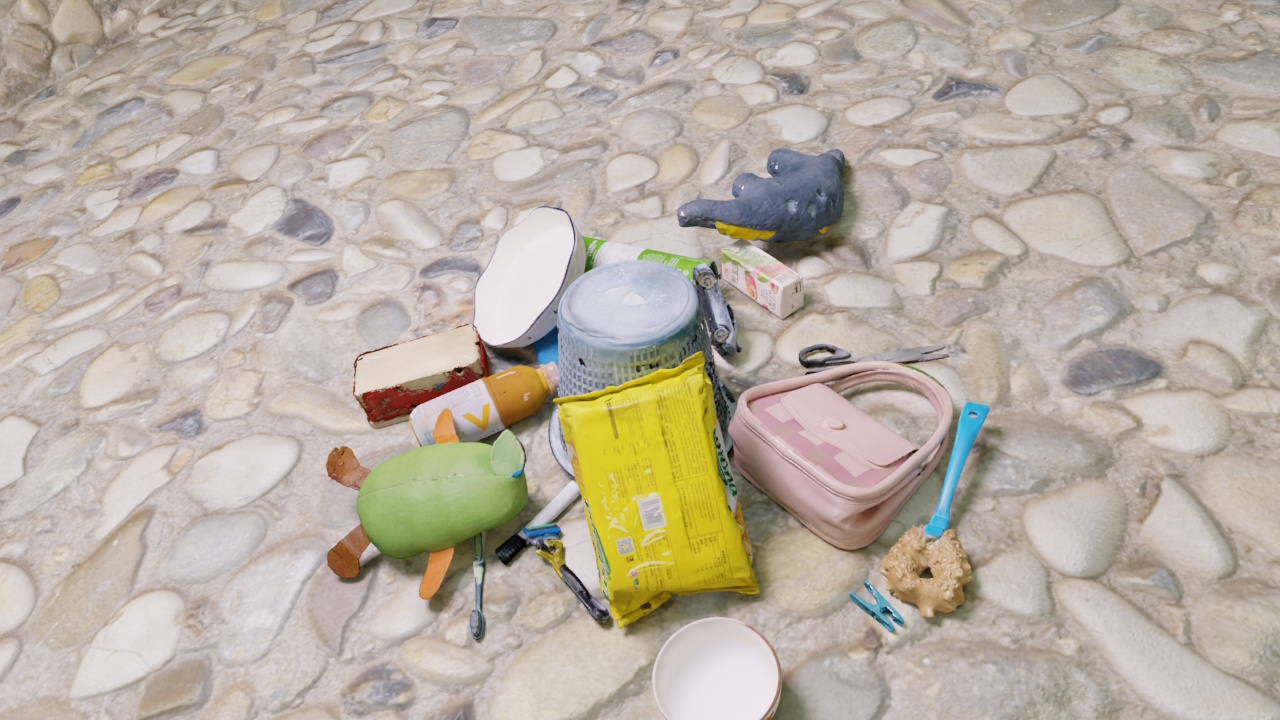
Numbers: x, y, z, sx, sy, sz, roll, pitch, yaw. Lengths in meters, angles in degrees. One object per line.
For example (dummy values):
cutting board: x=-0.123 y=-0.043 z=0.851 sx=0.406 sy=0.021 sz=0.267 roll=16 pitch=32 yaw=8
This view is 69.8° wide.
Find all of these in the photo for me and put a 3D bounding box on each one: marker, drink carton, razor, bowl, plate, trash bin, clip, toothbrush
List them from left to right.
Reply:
toothbrush: x=-0.177 y=0.215 z=0.997 sx=0.016 sy=0.018 sz=0.191 roll=-12 pitch=44 yaw=3
plate: x=-0.147 y=-0.107 z=1.230 sx=0.205 sy=0.045 sz=0.204 roll=-26 pitch=49 yaw=34
marker: x=-0.109 y=0.175 z=1.019 sx=0.022 sy=0.018 sz=0.130 roll=38 pitch=63 yaw=18
razor: x=-0.074 y=0.224 z=0.960 sx=0.042 sy=0.022 sz=0.143 roll=-4 pitch=35 yaw=-39
trash bin: x=-0.006 y=0.006 z=1.022 sx=0.226 sy=0.195 sz=0.226 roll=-4 pitch=42 yaw=4
bowl: x=0.071 y=0.296 z=0.821 sx=0.113 sy=0.062 sz=0.113 roll=-8 pitch=43 yaw=7
drink carton: x=0.161 y=-0.111 z=1.210 sx=0.045 sy=0.054 sz=0.122 roll=-30 pitch=46 yaw=-21
clip: x=0.227 y=0.235 z=0.876 sx=0.041 sy=0.014 sz=0.056 roll=-33 pitch=48 yaw=-18

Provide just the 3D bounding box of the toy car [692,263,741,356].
toy car: x=0.094 y=-0.063 z=1.141 sx=0.036 sy=0.054 sz=0.120 roll=-19 pitch=88 yaw=-6

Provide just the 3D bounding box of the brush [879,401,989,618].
brush: x=0.308 y=0.140 z=0.920 sx=0.083 sy=0.046 sz=0.254 roll=11 pitch=55 yaw=29

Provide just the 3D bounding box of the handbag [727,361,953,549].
handbag: x=0.234 y=0.076 z=0.995 sx=0.233 sy=0.093 sz=0.193 roll=-28 pitch=46 yaw=-24

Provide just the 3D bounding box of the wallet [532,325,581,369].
wallet: x=-0.093 y=-0.037 z=1.216 sx=0.106 sy=0.040 sz=0.133 roll=-21 pitch=45 yaw=0

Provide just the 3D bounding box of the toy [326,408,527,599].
toy: x=-0.234 y=0.153 z=1.014 sx=0.247 sy=0.090 sz=0.226 roll=-11 pitch=62 yaw=12

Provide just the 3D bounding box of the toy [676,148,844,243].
toy: x=0.208 y=-0.226 z=1.271 sx=0.138 sy=0.092 sz=0.355 roll=38 pitch=47 yaw=26

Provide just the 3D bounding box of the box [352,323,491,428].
box: x=-0.282 y=0.015 z=1.181 sx=0.168 sy=0.079 sz=0.091 roll=-16 pitch=44 yaw=-1

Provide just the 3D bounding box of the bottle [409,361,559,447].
bottle: x=-0.185 y=0.055 z=1.123 sx=0.189 sy=0.068 sz=0.068 roll=-24 pitch=45 yaw=-9

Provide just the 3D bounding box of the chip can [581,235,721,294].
chip can: x=-0.009 y=-0.122 z=1.252 sx=0.236 sy=0.072 sz=0.072 roll=14 pitch=51 yaw=26

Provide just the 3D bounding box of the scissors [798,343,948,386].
scissors: x=0.276 y=0.007 z=1.096 sx=0.172 sy=0.014 sz=0.144 roll=21 pitch=53 yaw=28

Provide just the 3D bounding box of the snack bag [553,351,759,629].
snack bag: x=0.015 y=0.129 z=0.900 sx=0.158 sy=0.246 sz=0.068 roll=-14 pitch=4 yaw=1
